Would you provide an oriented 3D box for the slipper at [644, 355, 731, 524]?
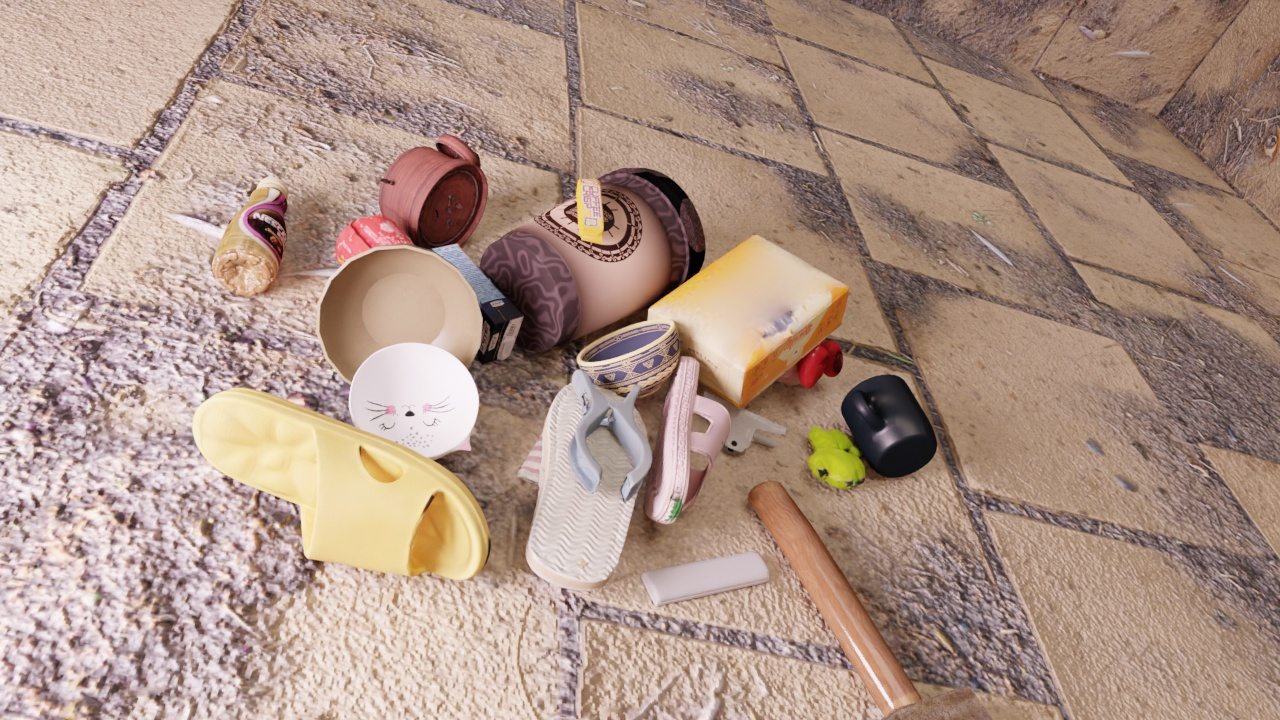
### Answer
[{"bbox_3d":[0.052,0.082,0.928,0.064,0.094,0.238,17,32,-4],"label":"slipper"}]

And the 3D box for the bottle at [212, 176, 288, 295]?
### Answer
[{"bbox_3d":[-0.399,-0.138,0.961,0.059,0.060,0.165,12,38,-18],"label":"bottle"}]

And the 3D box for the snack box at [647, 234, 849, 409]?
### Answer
[{"bbox_3d":[0.126,-0.056,1.059,0.145,0.081,0.194,35,55,28],"label":"snack box"}]

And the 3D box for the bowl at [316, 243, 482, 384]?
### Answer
[{"bbox_3d":[-0.229,-0.040,0.882,0.152,0.152,0.050,15,15,-14],"label":"bowl"}]

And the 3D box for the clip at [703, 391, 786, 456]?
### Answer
[{"bbox_3d":[0.107,0.080,1.024,0.102,0.056,0.056,24,-7,0],"label":"clip"}]

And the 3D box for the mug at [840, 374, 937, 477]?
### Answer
[{"bbox_3d":[0.281,0.071,1.062,0.121,0.085,0.094,35,26,-40],"label":"mug"}]

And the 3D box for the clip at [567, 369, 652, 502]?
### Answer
[{"bbox_3d":[-0.046,0.063,0.864,0.112,0.028,0.162,17,31,-13],"label":"clip"}]

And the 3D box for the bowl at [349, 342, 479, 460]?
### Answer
[{"bbox_3d":[-0.209,0.046,0.841,0.114,0.051,0.114,9,61,-16],"label":"bowl"}]

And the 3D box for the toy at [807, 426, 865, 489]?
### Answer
[{"bbox_3d":[0.221,0.110,1.038,0.094,0.036,0.093,6,35,-34],"label":"toy"}]

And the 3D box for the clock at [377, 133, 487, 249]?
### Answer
[{"bbox_3d":[-0.236,-0.196,1.079,0.072,0.121,0.157,30,45,19],"label":"clock"}]

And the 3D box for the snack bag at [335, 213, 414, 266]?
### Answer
[{"bbox_3d":[-0.252,-0.084,0.963,0.082,0.082,0.176,-20,55,-44],"label":"snack bag"}]

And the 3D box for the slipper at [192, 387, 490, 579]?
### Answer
[{"bbox_3d":[-0.244,0.105,0.724,0.263,0.100,0.078,24,27,5],"label":"slipper"}]

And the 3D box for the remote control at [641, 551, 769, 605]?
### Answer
[{"bbox_3d":[0.063,0.201,0.855,0.130,0.012,0.033,-3,45,-32],"label":"remote control"}]

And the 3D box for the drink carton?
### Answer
[{"bbox_3d":[-0.183,-0.062,0.988,0.040,0.064,0.130,-20,57,-42],"label":"drink carton"}]

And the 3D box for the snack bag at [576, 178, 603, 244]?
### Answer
[{"bbox_3d":[-0.053,-0.161,0.972,0.026,0.020,0.099,5,49,-12],"label":"snack bag"}]

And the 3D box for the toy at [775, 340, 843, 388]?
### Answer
[{"bbox_3d":[0.184,-0.025,1.141,0.131,0.097,0.123,19,27,34],"label":"toy"}]

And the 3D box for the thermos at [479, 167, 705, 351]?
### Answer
[{"bbox_3d":[-0.057,-0.112,1.047,0.173,0.173,0.225,40,46,19],"label":"thermos"}]

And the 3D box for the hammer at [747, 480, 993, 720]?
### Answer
[{"bbox_3d":[0.182,0.234,0.864,0.157,0.037,0.300,-2,44,-32],"label":"hammer"}]

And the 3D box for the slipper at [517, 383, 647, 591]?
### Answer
[{"bbox_3d":[-0.057,0.115,0.859,0.115,0.052,0.262,17,34,-7],"label":"slipper"}]

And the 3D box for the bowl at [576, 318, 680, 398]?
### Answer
[{"bbox_3d":[-0.006,0.006,0.995,0.112,0.113,0.061,-42,116,-51],"label":"bowl"}]
